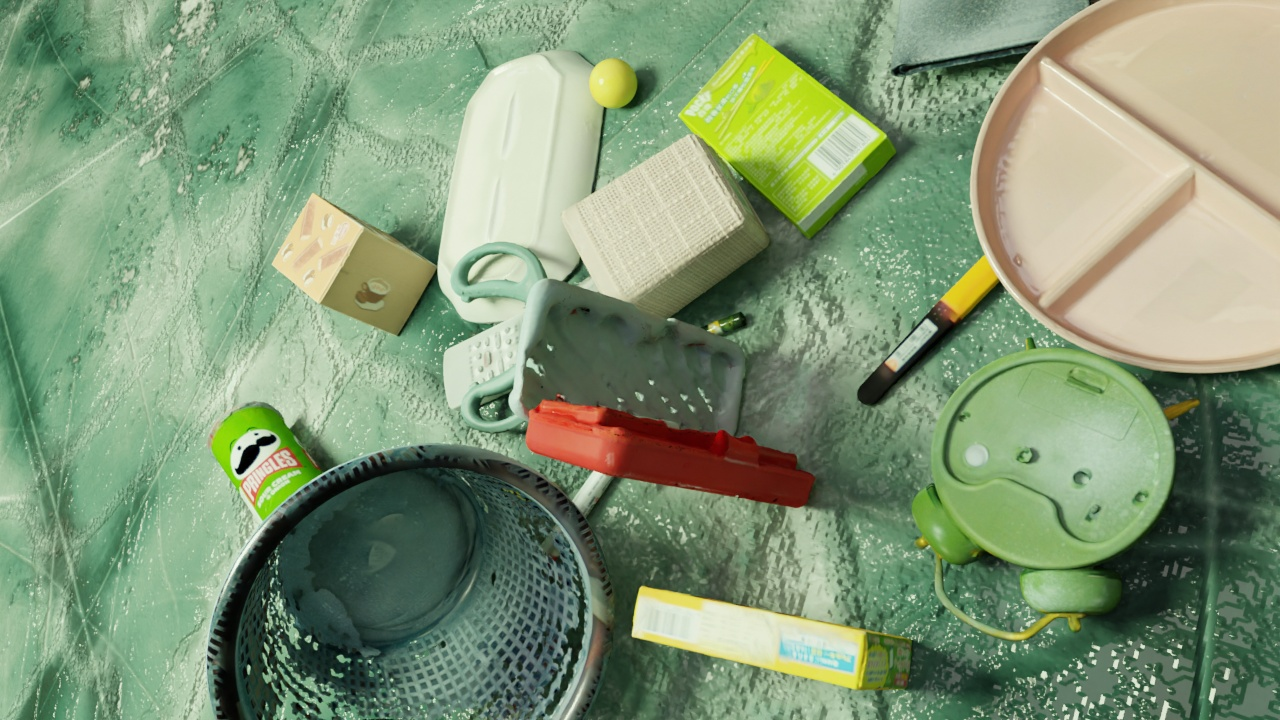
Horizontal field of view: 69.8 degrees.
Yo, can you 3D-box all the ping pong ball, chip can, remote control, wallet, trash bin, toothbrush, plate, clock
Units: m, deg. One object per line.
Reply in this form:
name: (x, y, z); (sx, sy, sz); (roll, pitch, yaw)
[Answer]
ping pong ball: (-0.023, -0.231, 0.767); (0.040, 0.040, 0.040); (-12, 67, 29)
chip can: (-0.296, 0.127, 0.795); (0.236, 0.072, 0.072); (38, 95, 36)
remote control: (-0.100, -0.008, 0.747); (0.150, 0.021, 0.058); (-24, 62, 25)
wallet: (0.228, -0.236, 0.599); (0.121, 0.019, 0.097); (-2, 66, 32)
trash bin: (-0.154, 0.150, 0.602); (0.226, 0.226, 0.195); (-65, 22, -4)
toothbrush: (-0.004, 0.004, 0.687); (0.186, 0.012, 0.017); (-22, 68, 25)
plate: (-0.114, -0.162, 0.804); (0.162, 0.034, 0.265); (-2, 72, 32)
plate: (0.303, -0.103, 0.502); (0.230, 0.028, 0.229); (-7, 75, 26)
clock: (0.214, 0.071, 0.493); (0.116, 0.056, 0.161); (28, 89, 37)

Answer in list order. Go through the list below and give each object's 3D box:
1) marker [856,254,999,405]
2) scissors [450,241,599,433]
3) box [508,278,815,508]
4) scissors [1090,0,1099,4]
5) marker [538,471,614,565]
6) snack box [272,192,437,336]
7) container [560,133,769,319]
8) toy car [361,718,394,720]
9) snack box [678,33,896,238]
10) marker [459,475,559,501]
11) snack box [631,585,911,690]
marker: (0.182, -0.018, 0.573); (0.124, 0.015, 0.018); (-48, 53, 12)
scissors: (-0.096, -0.012, 0.720); (0.170, 0.019, 0.181); (18, 90, 28)
box: (0.024, 0.022, 0.540); (0.102, 0.201, 0.100); (10, 85, 42)
scissors: (0.302, -0.204, 0.558); (0.234, 0.021, 0.220); (12, 80, 36)
marker: (-0.031, 0.088, 0.670); (0.017, 0.017, 0.145); (38, 95, 36)
snack box: (-0.260, -0.086, 0.835); (0.094, 0.092, 0.077); (32, 91, 37)
container: (0.021, -0.092, 0.650); (0.111, 0.090, 0.090); (-33, 75, 15)
toy car: (-0.143, 0.290, 0.636); (0.156, 0.071, 0.041); (11, 83, 33)
snack box: (0.102, -0.167, 0.671); (0.086, 0.026, 0.156); (-46, 55, 10)
marker: (-0.114, 0.098, 0.722); (0.124, 0.015, 0.018); (2, 71, 35)
snack box: (0.075, 0.160, 0.531); (0.141, 0.087, 0.033); (4, 75, 34)
